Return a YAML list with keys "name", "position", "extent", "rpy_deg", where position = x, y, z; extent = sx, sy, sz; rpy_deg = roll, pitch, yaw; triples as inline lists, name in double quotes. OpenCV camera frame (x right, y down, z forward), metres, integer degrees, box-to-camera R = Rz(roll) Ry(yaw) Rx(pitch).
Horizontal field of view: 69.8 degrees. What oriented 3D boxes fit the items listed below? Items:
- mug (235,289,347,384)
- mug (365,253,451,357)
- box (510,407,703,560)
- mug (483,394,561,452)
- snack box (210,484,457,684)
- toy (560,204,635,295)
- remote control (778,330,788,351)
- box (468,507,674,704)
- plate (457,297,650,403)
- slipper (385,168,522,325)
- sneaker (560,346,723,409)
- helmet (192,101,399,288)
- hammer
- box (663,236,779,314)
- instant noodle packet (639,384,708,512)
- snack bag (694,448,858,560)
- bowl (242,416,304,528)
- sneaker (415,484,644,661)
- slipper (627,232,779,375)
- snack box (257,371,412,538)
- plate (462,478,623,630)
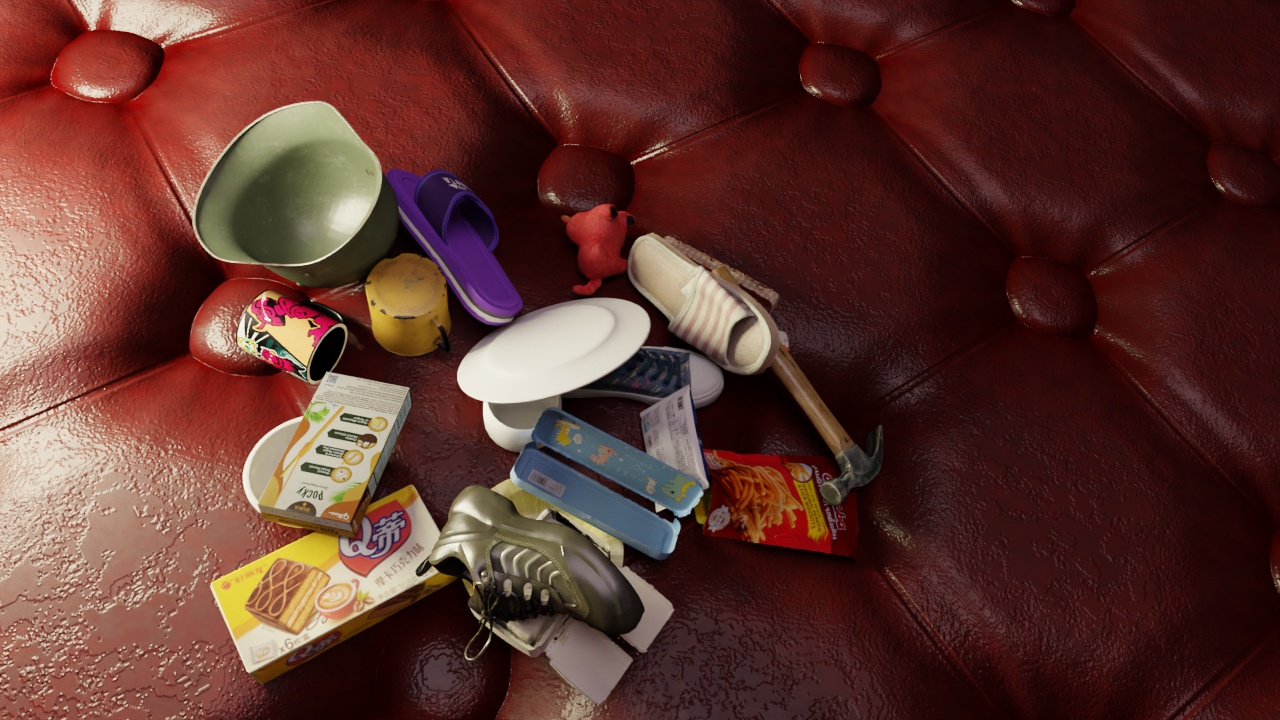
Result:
- name: "mug"
  position: [-0.415, -0.037, 1.125]
  extent: [0.098, 0.082, 0.117]
  rpy_deg: [26, 33, 5]
- name: "mug"
  position: [-0.281, -0.063, 1.144]
  extent: [0.124, 0.094, 0.100]
  rpy_deg: [42, 63, 14]
- name: "box"
  position: [-0.037, 0.141, 1.040]
  extent: [0.209, 0.086, 0.072]
  rpy_deg: [28, 32, -5]
- name: "mug"
  position: [-0.142, 0.051, 1.118]
  extent: [0.094, 0.068, 0.115]
  rpy_deg: [10, 60, -3]
- name: "snack box"
  position: [-0.325, 0.237, 0.991]
  extent: [0.229, 0.062, 0.110]
  rpy_deg: [-26, 67, -21]
- name: "toy"
  position: [-0.068, -0.147, 1.254]
  extent: [0.094, 0.088, 0.132]
  rpy_deg: [8, 77, 33]
- name: "remote control"
  position: [0.140, -0.029, 1.236]
  extent: [0.125, 0.018, 0.038]
  rpy_deg: [9, 57, -6]
- name: "box"
  position: [-0.074, 0.262, 0.983]
  extent: [0.187, 0.058, 0.144]
  rpy_deg: [35, 63, 14]
- name: "plate"
  position: [-0.107, -0.022, 1.108]
  extent: [0.243, 0.016, 0.242]
  rpy_deg: [-13, 28, 7]
- name: "slipper"
  position: [-0.227, -0.172, 1.189]
  extent: [0.107, 0.084, 0.266]
  rpy_deg: [-2, 51, -56]
- name: "sneaker"
  position: [-0.007, 0.007, 1.158]
  extent: [0.235, 0.079, 0.087]
  rpy_deg: [4, 61, -6]
- name: "helmet"
  position: [-0.397, -0.180, 1.141]
  extent: [0.268, 0.154, 0.226]
  rpy_deg: [18, 74, 33]
- name: "hammer"
  position: [0.191, 0.017, 1.167]
  extent: [0.131, 0.033, 0.330]
  rpy_deg: [-27, 77, -36]
- name: "box"
  position: [0.094, -0.103, 1.240]
  extent: [0.187, 0.056, 0.070]
  rpy_deg: [29, 78, 15]
- name: "instant noodle packet"
  position: [0.039, 0.106, 1.113]
  extent: [0.026, 0.087, 0.134]
  rpy_deg: [18, 52, -41]
- name: "snack bag"
  position: [0.169, 0.170, 1.123]
  extent: [0.207, 0.067, 0.138]
  rpy_deg: [10, 54, -14]
- name: "bowl"
  position: [-0.370, 0.132, 1.047]
  extent: [0.149, 0.043, 0.149]
  rpy_deg: [3, 50, -4]
- name: "sneaker"
  position: [-0.124, 0.228, 0.912]
  extent: [0.238, 0.101, 0.142]
  rpy_deg: [24, 55, 23]
- name: "slipper"
  position: [0.067, -0.075, 1.174]
  extent: [0.052, 0.115, 0.263]
  rpy_deg: [-15, 45, -42]
- name: "snack box"
  position: [-0.336, 0.101, 1.026]
  extent: [0.101, 0.032, 0.185]
  rpy_deg: [11, 49, 3]
- name: "plate"
  position: [-0.114, 0.221, 1.048]
  extent: [0.184, 0.036, 0.184]
  rpy_deg: [4, 61, -7]
